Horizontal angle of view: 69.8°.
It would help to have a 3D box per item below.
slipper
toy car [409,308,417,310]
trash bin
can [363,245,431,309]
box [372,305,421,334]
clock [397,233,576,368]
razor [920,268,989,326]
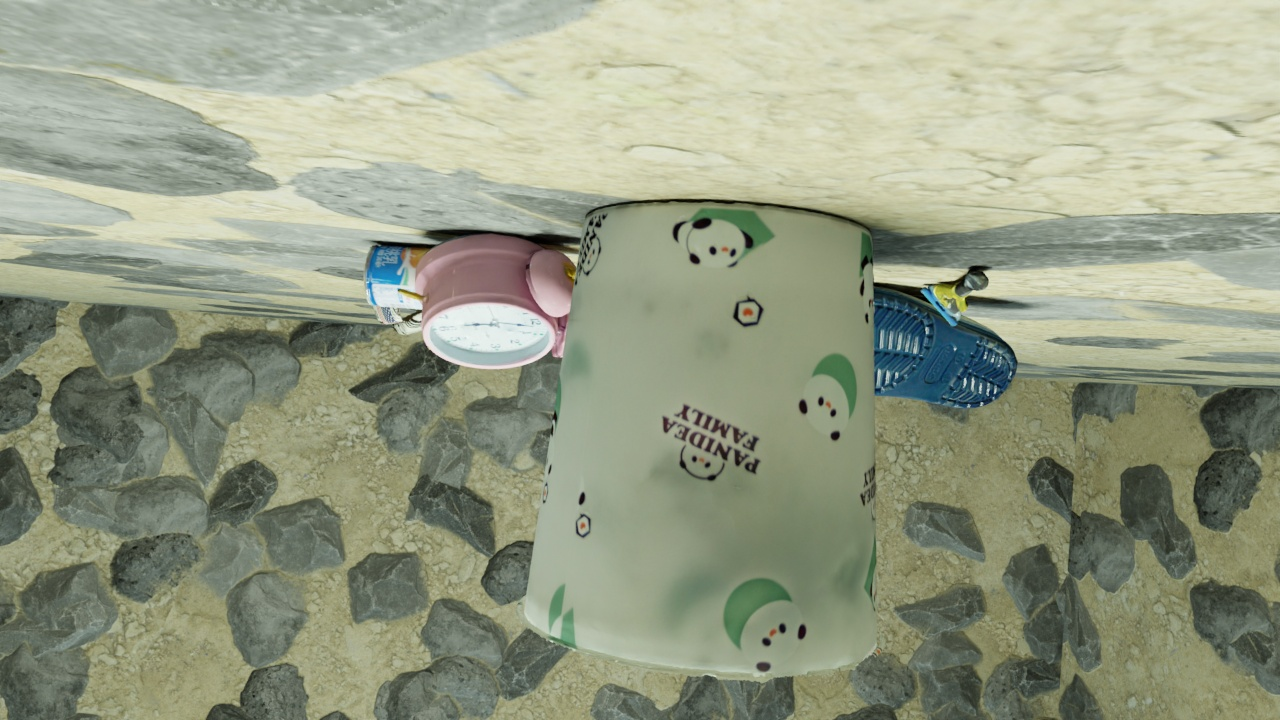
[{"bbox_3d":[0.242,-0.022,0.877,0.252,0.105,0.095,11,-156,-18],"label":"slipper"},{"bbox_3d":[-0.218,-0.072,1.108,0.156,0.041,0.071,8,180,8],"label":"toy car"},{"bbox_3d":[0.045,0.041,0.584,0.229,0.252,0.229,4,178,0],"label":"trash bin"},{"bbox_3d":[-0.164,-0.069,0.787,0.134,0.053,0.053,4,179,3],"label":"can"},{"bbox_3d":[-0.246,-0.069,0.953,0.076,0.087,0.162,-37,-165,-15],"label":"box"},{"bbox_3d":[-0.097,-0.043,0.711,0.158,0.059,0.117,-6,151,1],"label":"clock"},{"bbox_3d":[0.256,-0.057,0.732,0.042,0.022,0.142,48,-178,8],"label":"razor"}]
